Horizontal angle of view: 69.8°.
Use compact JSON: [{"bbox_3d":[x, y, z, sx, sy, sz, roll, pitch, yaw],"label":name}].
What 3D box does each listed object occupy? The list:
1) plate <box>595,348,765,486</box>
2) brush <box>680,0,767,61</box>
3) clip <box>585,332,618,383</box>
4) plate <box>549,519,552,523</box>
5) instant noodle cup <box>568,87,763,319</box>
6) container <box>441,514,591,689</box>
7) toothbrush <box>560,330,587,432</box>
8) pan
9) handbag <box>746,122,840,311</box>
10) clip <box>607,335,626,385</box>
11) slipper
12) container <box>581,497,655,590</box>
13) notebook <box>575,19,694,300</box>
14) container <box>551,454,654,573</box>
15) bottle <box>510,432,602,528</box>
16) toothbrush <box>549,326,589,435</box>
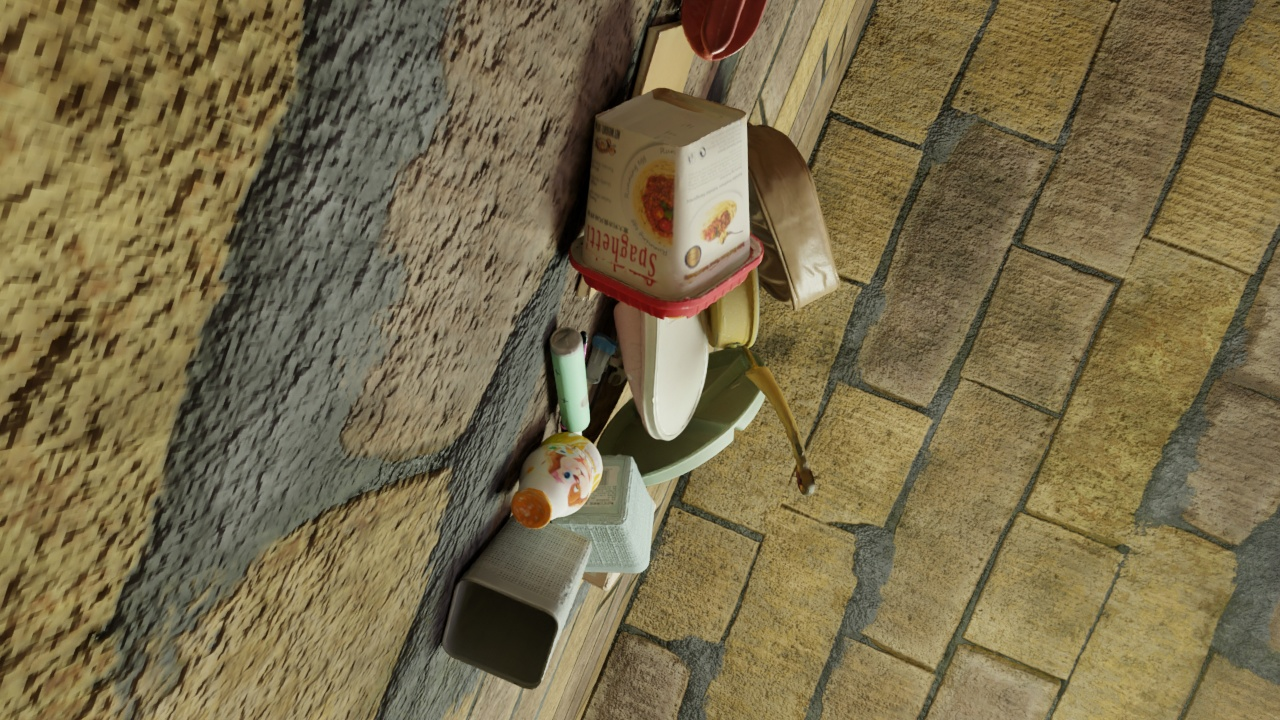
[{"bbox_3d":[0.048,0.066,1.064,0.230,0.027,0.229,-30,-159,13],"label":"plate"},{"bbox_3d":[0.069,-0.286,0.649,0.069,0.063,0.146,-90,-162,-71],"label":"brush"},{"bbox_3d":[-0.037,-0.004,0.873,0.028,0.024,0.057,-55,169,-42],"label":"clip"},{"bbox_3d":[-0.113,0.220,0.980,0.179,0.024,0.179,24,89,-81],"label":"plate"},{"bbox_3d":[0.019,-0.111,0.632,0.116,0.116,0.124,-36,140,-38],"label":"instant noodle cup"},{"bbox_3d":[-0.100,0.199,0.788,0.114,0.090,0.090,-58,168,-61],"label":"container"},{"bbox_3d":[-0.067,0.045,0.846,0.017,0.014,0.190,-42,155,-43],"label":"toothbrush"},{"bbox_3d":[0.109,-0.033,0.928,0.198,0.078,0.357,177,-97,-87],"label":"pan"},{"bbox_3d":[0.143,-0.154,0.999,0.147,0.100,0.205,-114,179,-51],"label":"handbag"},{"bbox_3d":[-0.004,0.006,0.979,0.100,0.098,0.035,78,33,-56],"label":"clip"},{"bbox_3d":[0.019,-0.042,0.877,0.113,0.054,0.275,-41,139,-42],"label":"slipper"},{"bbox_3d":[-0.047,0.226,1.194,0.110,0.090,0.090,-51,162,-52],"label":"container"},{"bbox_3d":[0.003,-0.166,0.740,0.149,0.012,0.212,-55,165,-61],"label":"notebook"},{"bbox_3d":[-0.040,0.157,0.954,0.111,0.090,0.089,75,18,-53],"label":"container"},{"bbox_3d":[-0.074,0.104,0.782,0.108,0.063,0.063,-47,158,-67],"label":"bottle"},{"bbox_3d":[-0.058,0.039,0.798,0.225,0.027,0.026,91,25,-60],"label":"toothbrush"}]
